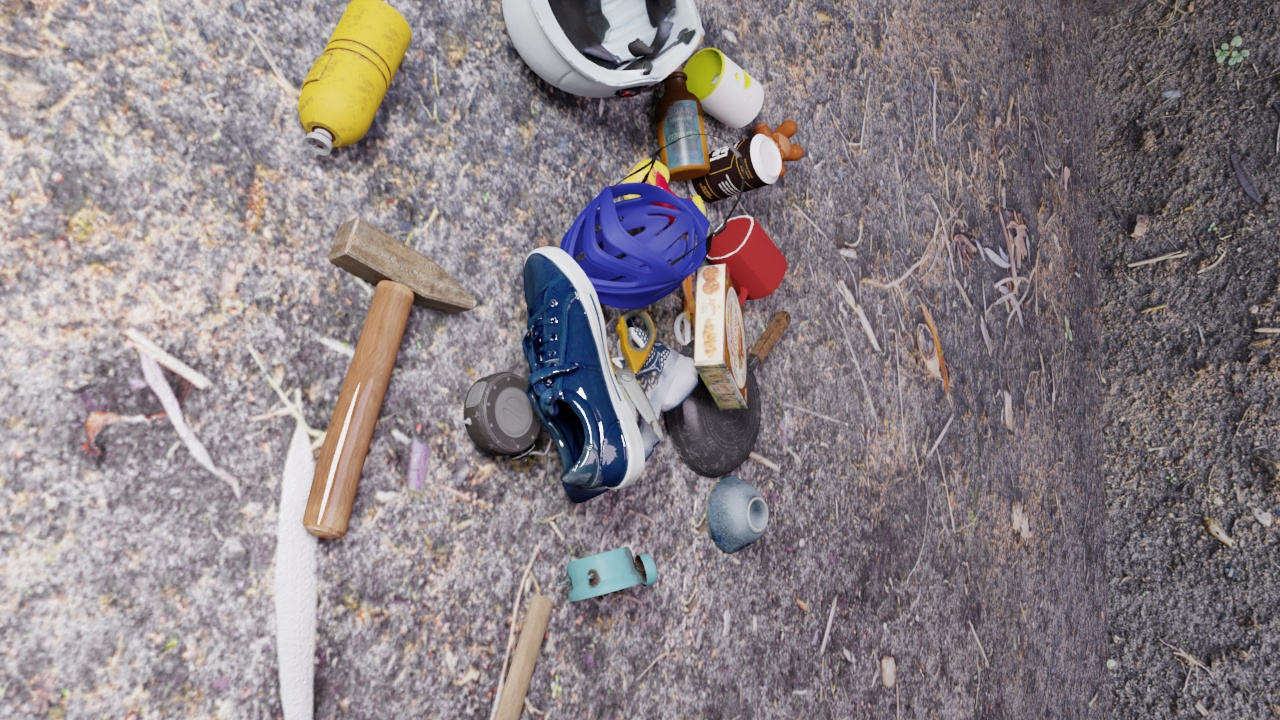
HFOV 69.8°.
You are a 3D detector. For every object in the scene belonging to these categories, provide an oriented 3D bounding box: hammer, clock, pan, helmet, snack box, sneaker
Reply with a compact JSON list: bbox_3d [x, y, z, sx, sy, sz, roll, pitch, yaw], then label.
[{"bbox_3d":[-0.263,0.027,0.898,0.158,0.037,0.300,31,61,-40],"label":"hammer"},{"bbox_3d":[-0.032,0.249,1.072,0.124,0.090,0.053,-3,75,-47],"label":"clock"},{"bbox_3d":[-0.150,0.062,1.010,0.123,0.044,0.091,42,52,-37],"label":"clock"},{"bbox_3d":[0.152,0.022,1.351,0.355,0.040,0.208,-47,120,-39],"label":"pan"},{"bbox_3d":[-0.068,-0.424,1.110,0.263,0.164,0.236,-41,109,-37],"label":"helmet"},{"bbox_3d":[-0.153,0.407,0.960,0.119,0.031,0.330,40,52,-37],"label":"hammer"},{"bbox_3d":[0.019,-0.170,1.110,0.240,0.228,0.148,-29,78,-46],"label":"helmet"},{"bbox_3d":[0.106,-0.028,1.205,0.147,0.041,0.143,56,32,-59],"label":"snack box"},{"bbox_3d":[-0.096,0.004,1.000,0.127,0.121,0.294,-2,65,-39],"label":"sneaker"},{"bbox_3d":[-0.035,0.051,1.118,0.132,0.103,0.268,47,49,-12],"label":"sneaker"}]

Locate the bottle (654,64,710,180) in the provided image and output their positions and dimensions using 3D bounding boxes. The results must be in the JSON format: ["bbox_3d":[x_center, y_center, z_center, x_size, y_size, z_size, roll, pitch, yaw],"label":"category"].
[{"bbox_3d":[0.055,-0.339,1.298,0.067,0.068,0.157,-4,86,-48],"label":"bottle"}]

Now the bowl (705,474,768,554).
[{"bbox_3d":[0.145,0.217,1.297,0.110,0.055,0.110,11,75,-46],"label":"bowl"}]

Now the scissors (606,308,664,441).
[{"bbox_3d":[-0.011,0.007,1.082,0.165,0.016,0.225,-13,52,-32],"label":"scissors"}]

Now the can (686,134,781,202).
[{"bbox_3d":[0.135,-0.276,1.327,0.071,0.129,0.072,12,74,-46],"label":"can"}]

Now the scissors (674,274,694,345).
[{"bbox_3d":[0.062,-0.079,1.298,0.083,0.012,0.133,-22,99,-49],"label":"scissors"}]

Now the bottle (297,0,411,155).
[{"bbox_3d":[-0.288,-0.274,0.906,0.071,0.071,0.163,37,57,-37],"label":"bottle"}]

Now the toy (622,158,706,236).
[{"bbox_3d":[0.032,-0.213,1.256,0.137,0.067,0.105,27,69,-32],"label":"toy"}]

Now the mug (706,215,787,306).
[{"bbox_3d":[0.151,-0.139,1.358,0.096,0.081,0.116,44,60,-33],"label":"mug"}]

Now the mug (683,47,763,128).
[{"bbox_3d":[0.123,-0.407,1.376,0.106,0.083,0.082,19,69,-46],"label":"mug"}]

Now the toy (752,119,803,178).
[{"bbox_3d":[0.203,-0.334,1.466,0.127,0.065,0.095,-34,104,-40],"label":"toy"}]
